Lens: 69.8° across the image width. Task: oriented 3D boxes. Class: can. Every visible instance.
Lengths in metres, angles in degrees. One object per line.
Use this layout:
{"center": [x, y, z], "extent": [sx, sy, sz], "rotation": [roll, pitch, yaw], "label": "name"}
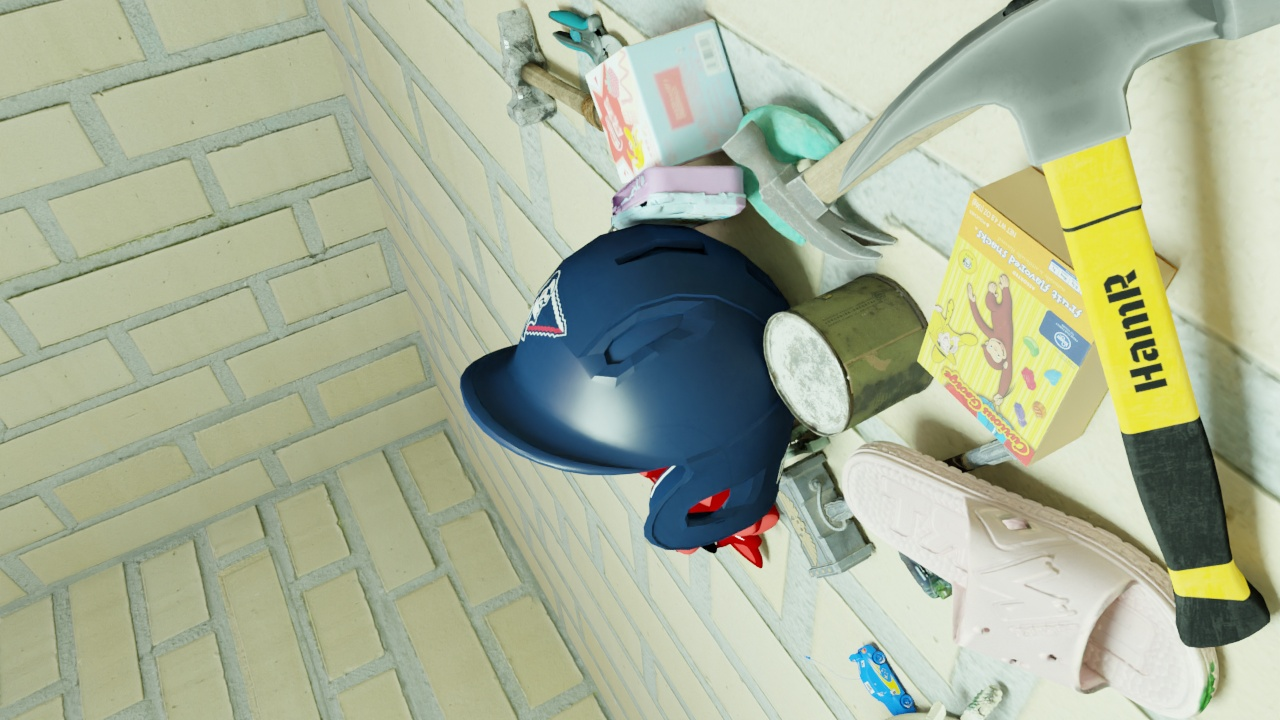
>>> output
{"center": [0.139, -0.004, 0.617], "extent": [0.090, 0.074, 0.090], "rotation": [52, 156, 34], "label": "can"}

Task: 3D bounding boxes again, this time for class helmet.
{"center": [-0.004, 0.004, 0.722], "extent": [0.232, 0.272, 0.223], "rotation": [-117, 22, -60], "label": "helmet"}

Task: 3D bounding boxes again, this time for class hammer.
{"center": [0.154, -0.136, 0.473], "extent": [0.119, 0.030, 0.332], "rotation": [48, 156, -5], "label": "hammer"}
{"center": [-0.064, -0.263, 0.920], "extent": [0.319, 0.048, 0.122], "rotation": [43, 148, 47], "label": "hammer"}
{"center": [0.185, 0.093, 0.670], "extent": [0.098, 0.044, 0.323], "rotation": [63, 159, 10], "label": "hammer"}
{"center": [0.209, 0.001, 0.392], "extent": [0.324, 0.170, 0.034], "rotation": [62, -152, -20], "label": "hammer"}

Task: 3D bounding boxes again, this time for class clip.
{"center": [0.137, 0.070, 0.800], "extent": [0.044, 0.023, 0.076], "rotation": [66, 160, 5], "label": "clip"}

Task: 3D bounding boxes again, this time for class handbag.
{"center": [0.206, 0.332, 0.705], "extent": [0.229, 0.184, 0.132], "rotation": [90, 158, -87], "label": "handbag"}

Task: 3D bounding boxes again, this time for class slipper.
{"center": [0.208, 0.127, 0.543], "extent": [0.239, 0.064, 0.094], "rotation": [31, 138, 40], "label": "slipper"}

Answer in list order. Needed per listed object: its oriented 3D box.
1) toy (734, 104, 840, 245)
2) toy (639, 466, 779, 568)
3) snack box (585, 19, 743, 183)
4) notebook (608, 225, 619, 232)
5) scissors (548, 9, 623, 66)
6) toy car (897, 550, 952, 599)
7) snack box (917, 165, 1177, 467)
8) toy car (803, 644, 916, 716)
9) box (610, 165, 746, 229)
{"center": [0.099, -0.135, 0.639], "extent": [0.085, 0.033, 0.105], "rotation": [48, 156, 18], "label": "toy"}
{"center": [0.065, 0.139, 0.940], "extent": [0.158, 0.120, 0.197], "rotation": [30, 153, 20], "label": "toy"}
{"center": [0.019, -0.196, 0.708], "extent": [0.095, 0.079, 0.093], "rotation": [13, 124, 69], "label": "snack box"}
{"center": [0.018, -0.080, 0.943], "extent": [0.167, 0.024, 0.226], "rotation": [63, 162, 5], "label": "notebook"}
{"center": [-0.050, -0.301, 0.871], "extent": [0.136, 0.019, 0.138], "rotation": [60, 160, 12], "label": "scissors"}
{"center": [0.219, 0.125, 0.618], "extent": [0.048, 0.033, 0.106], "rotation": [58, 147, 16], "label": "toy car"}
{"center": [0.202, -0.020, 0.475], "extent": [0.088, 0.040, 0.126], "rotation": [53, 158, 35], "label": "snack box"}
{"center": [0.200, 0.297, 0.836], "extent": [0.092, 0.061, 0.033], "rotation": [59, 161, 22], "label": "toy car"}
{"center": [0.024, -0.125, 0.727], "extent": [0.214, 0.076, 0.033], "rotation": [-153, 61, -80], "label": "box"}
